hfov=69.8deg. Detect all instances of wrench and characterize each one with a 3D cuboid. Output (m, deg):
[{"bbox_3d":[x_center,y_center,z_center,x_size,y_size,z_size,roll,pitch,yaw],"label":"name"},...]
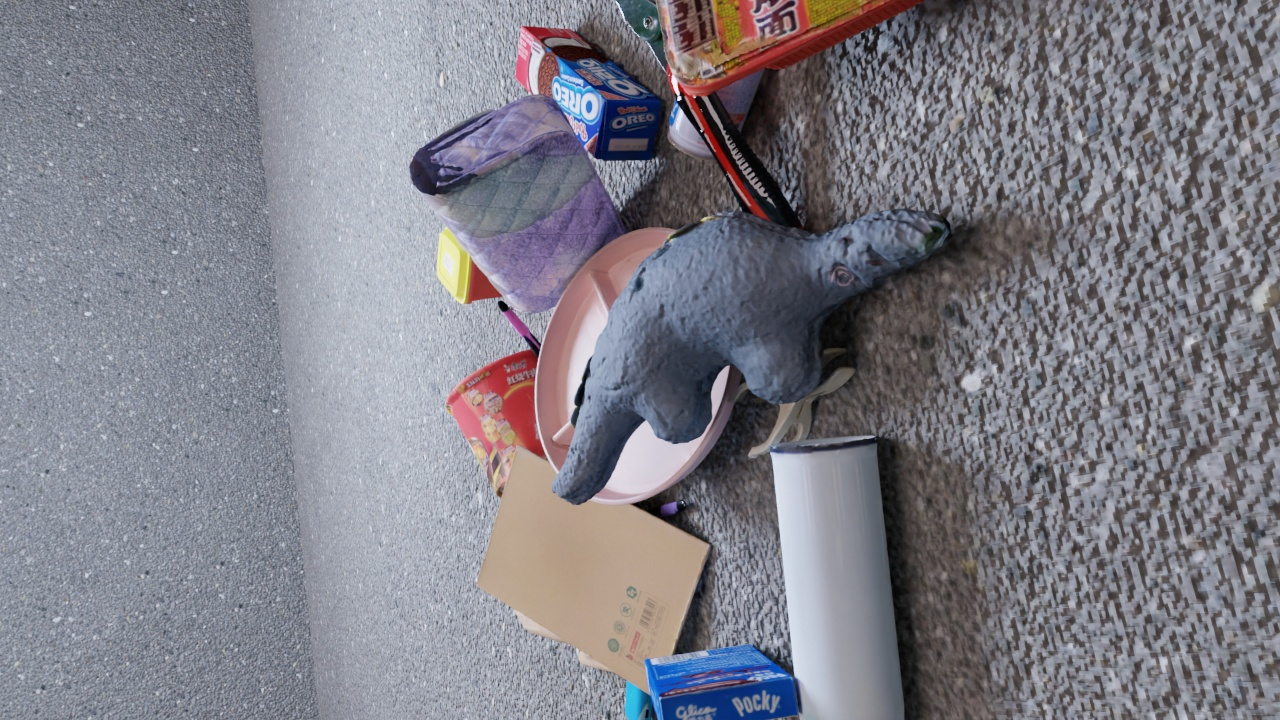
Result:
[{"bbox_3d":[0.046,-0.177,0.629,0.056,0.016,0.273,-28,90,49],"label":"wrench"}]

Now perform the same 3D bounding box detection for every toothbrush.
[{"bbox_3d":[-0.076,0.017,0.874,0.189,0.014,0.018,50,156,3],"label":"toothbrush"},{"bbox_3d":[-0.007,0.147,0.845,0.189,0.016,0.014,-33,67,58],"label":"toothbrush"}]

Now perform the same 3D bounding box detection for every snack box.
[{"bbox_3d":[0.050,0.223,0.630,0.157,0.084,0.026,105,158,-80],"label":"snack box"},{"bbox_3d":[-0.186,-0.114,1.068,0.091,0.080,0.082,43,130,51],"label":"snack box"},{"bbox_3d":[-0.052,-0.249,0.842,0.207,0.058,0.057,52,139,44],"label":"snack box"}]

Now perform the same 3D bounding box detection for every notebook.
[{"bbox_3d":[-0.048,0.182,0.810,0.208,0.008,0.148,23,103,27],"label":"notebook"}]

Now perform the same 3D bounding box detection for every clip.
[{"bbox_3d":[0.106,0.037,0.624,0.103,0.035,0.092,-12,78,52],"label":"clip"}]

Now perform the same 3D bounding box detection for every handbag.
[{"bbox_3d":[-0.094,-0.128,0.789,0.075,0.134,0.194,64,-178,34],"label":"handbag"}]

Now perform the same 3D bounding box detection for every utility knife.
[{"bbox_3d":[0.004,0.239,0.838,0.034,0.018,0.199,15,103,62],"label":"utility knife"}]

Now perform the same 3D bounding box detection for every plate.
[{"bbox_3d":[-0.004,0.004,0.751,0.230,0.028,0.229,-16,66,42],"label":"plate"}]

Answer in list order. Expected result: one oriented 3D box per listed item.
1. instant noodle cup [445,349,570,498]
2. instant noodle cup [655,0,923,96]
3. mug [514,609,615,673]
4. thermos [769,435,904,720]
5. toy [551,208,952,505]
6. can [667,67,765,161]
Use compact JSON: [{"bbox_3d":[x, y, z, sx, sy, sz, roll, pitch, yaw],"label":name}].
[{"bbox_3d":[-0.110,0.066,0.914,0.108,0.137,0.138,64,144,19],"label":"instant noodle cup"},{"bbox_3d":[0.096,-0.249,0.523,0.189,0.079,0.164,-17,76,33],"label":"instant noodle cup"},{"bbox_3d":[-0.060,0.252,0.905,0.124,0.084,0.104,59,151,-5],"label":"mug"},{"bbox_3d":[0.125,0.161,0.572,0.073,0.073,0.224,-10,85,60],"label":"thermos"},{"bbox_3d":[0.046,-0.022,0.618,0.358,0.091,0.137,-35,55,38],"label":"toy"},{"bbox_3d":[0.062,-0.212,0.649,0.053,0.053,0.135,58,140,40],"label":"can"}]
